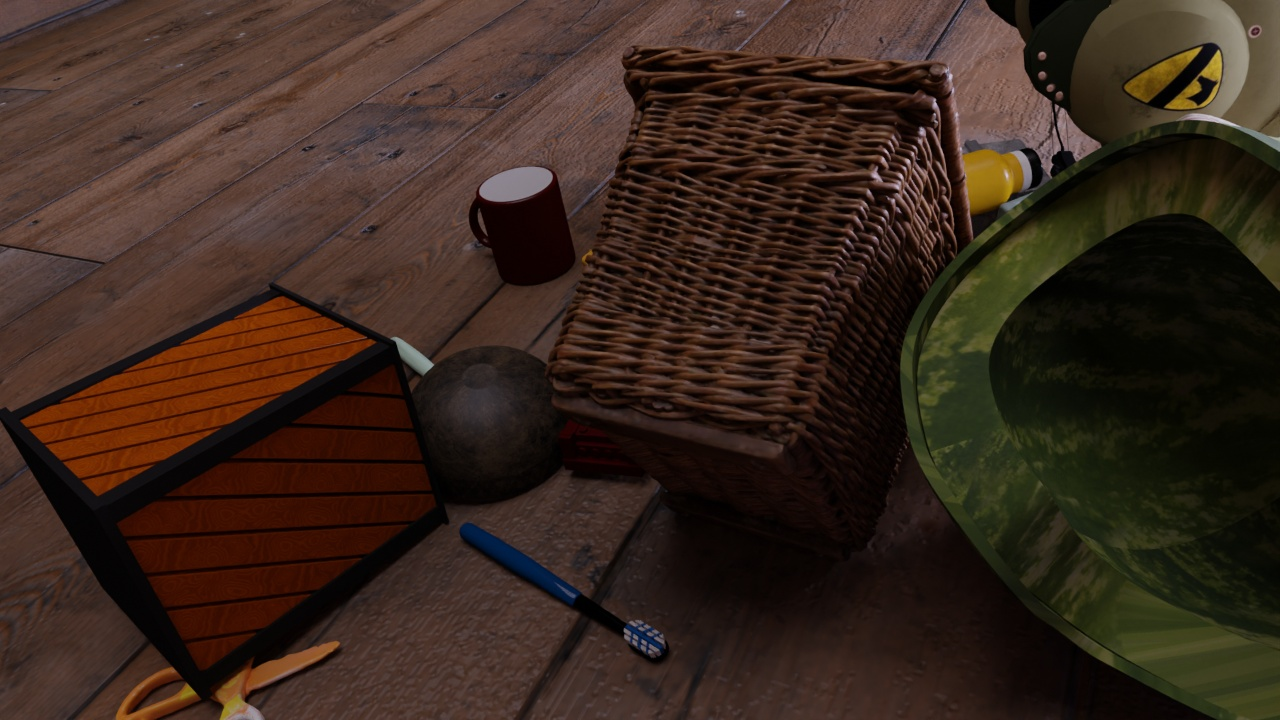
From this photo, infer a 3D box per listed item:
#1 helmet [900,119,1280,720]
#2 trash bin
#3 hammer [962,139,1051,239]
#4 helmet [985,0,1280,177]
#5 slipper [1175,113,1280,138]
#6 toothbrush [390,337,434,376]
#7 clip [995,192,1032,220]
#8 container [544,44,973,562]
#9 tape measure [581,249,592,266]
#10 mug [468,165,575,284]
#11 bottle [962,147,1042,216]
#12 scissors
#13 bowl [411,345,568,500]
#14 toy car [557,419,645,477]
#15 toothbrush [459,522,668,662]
[{"bbox_3d":[0.252,0.032,0.401,0.214,0.247,0.242,-41,11,27],"label":"helmet"},{"bbox_3d":[-0.241,0.067,0.553,0.140,0.140,0.171,22,43,37],"label":"trash bin"},{"bbox_3d":[0.231,-0.035,0.635,0.177,0.080,0.325,-9,42,3],"label":"hammer"},{"bbox_3d":[0.390,-0.234,0.679,0.233,0.256,0.249,-6,37,13],"label":"helmet"},{"bbox_3d":[0.352,-0.109,0.530,0.115,0.052,0.262,19,14,20],"label":"slipper"},{"bbox_3d":[-0.160,0.013,0.720,0.155,0.015,0.022,31,83,42],"label":"toothbrush"},{"bbox_3d":[0.284,-0.107,0.633,0.076,0.023,0.044,-26,55,-16],"label":"clip"},{"bbox_3d":[0.072,-0.011,0.492,0.162,0.250,0.183,13,72,29],"label":"container"},{"bbox_3d":[-0.015,-0.081,0.793,0.058,0.030,0.068,-22,40,-13],"label":"tape measure"},{"bbox_3d":[-0.116,-0.126,0.837,0.106,0.083,0.073,14,43,30],"label":"mug"},{"bbox_3d":[0.205,-0.115,0.638,0.143,0.043,0.043,-16,36,-3],"label":"bottle"},{"bbox_3d":[-0.229,0.186,0.512,0.125,0.011,0.131,-20,37,-10],"label":"scissors"},{"bbox_3d":[-0.106,0.030,0.628,0.121,0.056,0.121,-1,45,1],"label":"bowl"},{"bbox_3d":[-0.004,0.004,0.650,0.070,0.062,0.169,3,39,19],"label":"toy car"},{"bbox_3d":[-0.050,0.130,0.535,0.168,0.014,0.014,21,58,36],"label":"toothbrush"}]
